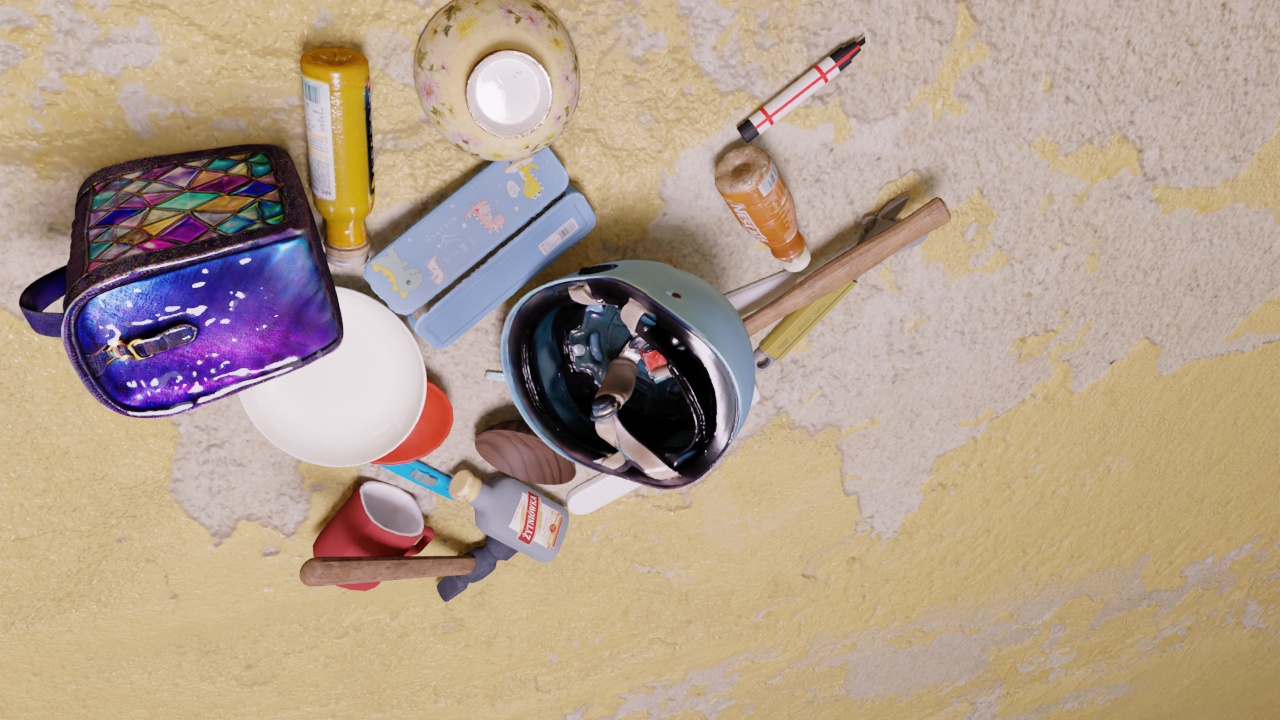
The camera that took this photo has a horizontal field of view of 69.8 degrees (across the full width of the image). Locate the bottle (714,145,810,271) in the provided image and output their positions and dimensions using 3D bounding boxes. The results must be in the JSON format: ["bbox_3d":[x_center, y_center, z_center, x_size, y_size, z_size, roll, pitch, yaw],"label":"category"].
[{"bbox_3d":[0.133,-0.148,0.943,0.059,0.059,0.167,-35,139,9],"label":"bottle"}]

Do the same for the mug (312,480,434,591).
[{"bbox_3d":[-0.297,0.204,1.048,0.116,0.080,0.097,26,114,-42],"label":"mug"}]

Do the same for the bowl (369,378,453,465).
[{"bbox_3d":[-0.261,0.054,0.970,0.122,0.035,0.122,-10,130,-13],"label":"bowl"}]

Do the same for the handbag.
[{"bbox_3d":[-0.367,-0.069,0.730,0.221,0.204,0.126,-17,131,-16],"label":"handbag"}]

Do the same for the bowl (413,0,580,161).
[{"bbox_3d":[-0.115,-0.229,0.771,0.145,0.063,0.145,-7,121,-13],"label":"bowl"}]

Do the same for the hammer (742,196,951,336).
[{"bbox_3d":[0.190,-0.084,0.990,0.306,0.040,0.132,-31,150,12],"label":"hammer"}]

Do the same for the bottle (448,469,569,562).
[{"bbox_3d":[-0.157,0.178,1.085,0.046,0.072,0.161,-4,148,43],"label":"bottle"}]

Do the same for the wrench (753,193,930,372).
[{"bbox_3d":[0.225,-0.083,1.053,0.083,0.018,0.274,28,113,-35],"label":"wrench"}]

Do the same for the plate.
[{"bbox_3d":[-0.297,0.013,0.894,0.182,0.034,0.182,0,106,-1],"label":"plate"}]

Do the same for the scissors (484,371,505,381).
[{"bbox_3d":[-0.090,0.021,1.025,0.174,0.033,0.065,0,131,-25],"label":"scissors"}]

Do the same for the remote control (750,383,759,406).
[{"bbox_3d":[0.076,0.060,1.106,0.138,0.025,0.060,-33,131,7],"label":"remote control"}]

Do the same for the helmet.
[{"bbox_3d":[-0.006,0.005,0.919,0.266,0.166,0.226,7,115,26],"label":"helmet"}]

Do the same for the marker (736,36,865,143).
[{"bbox_3d":[0.157,-0.262,0.885,0.146,0.019,0.019,-37,130,10],"label":"marker"}]

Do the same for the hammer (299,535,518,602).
[{"bbox_3d":[-0.257,0.230,1.018,0.129,0.040,0.321,-40,158,11],"label":"hammer"}]

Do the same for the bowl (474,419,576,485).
[{"bbox_3d":[-0.125,0.098,1.036,0.119,0.032,0.119,12,147,8],"label":"bowl"}]

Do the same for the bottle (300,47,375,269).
[{"bbox_3d":[-0.255,-0.167,0.785,0.053,0.053,0.186,-4,128,-18],"label":"bottle"}]

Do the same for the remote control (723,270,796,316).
[{"bbox_3d":[0.114,-0.065,1.030,0.131,0.012,0.033,-22,131,-3],"label":"remote control"}]

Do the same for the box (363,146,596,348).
[{"bbox_3d":[-0.145,-0.106,0.862,0.209,0.039,0.126,-40,132,-3],"label":"box"}]

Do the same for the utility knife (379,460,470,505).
[{"bbox_3d":[-0.242,0.135,1.056,0.031,0.015,0.198,-41,131,18],"label":"utility knife"}]

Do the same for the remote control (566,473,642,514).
[{"bbox_3d":[-0.030,0.153,1.149,0.136,0.013,0.043,-29,131,3],"label":"remote control"}]
